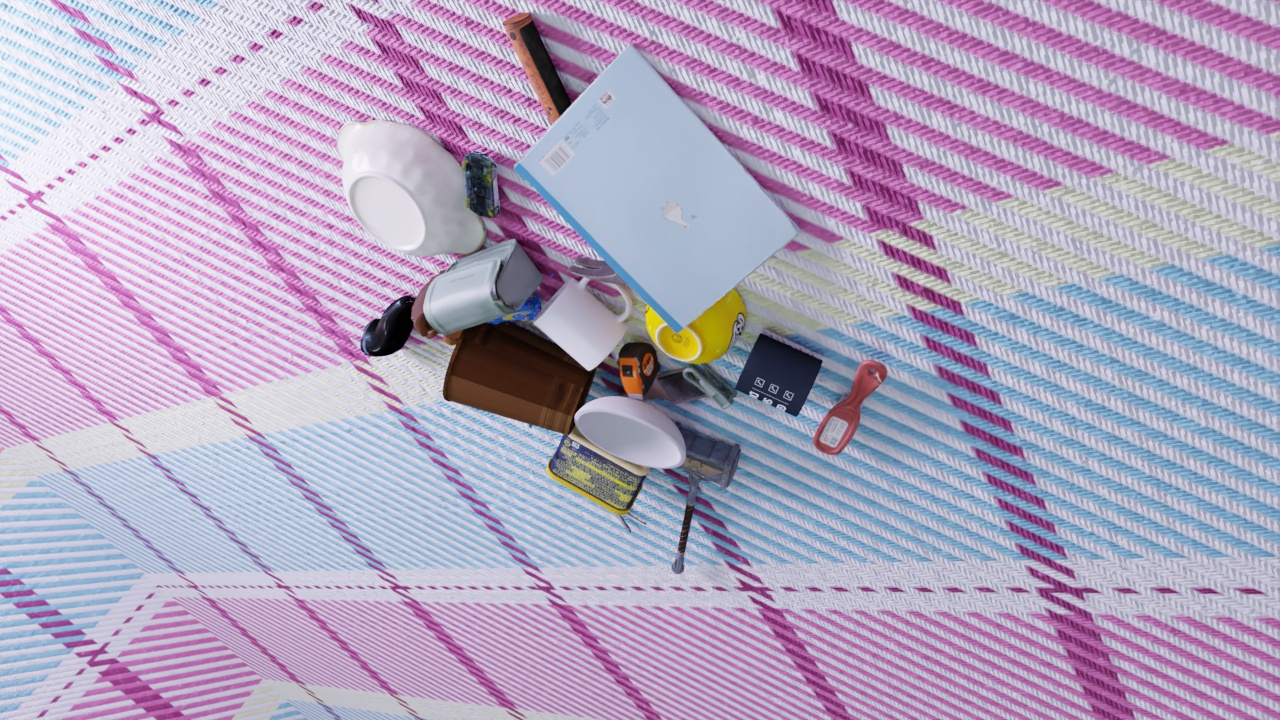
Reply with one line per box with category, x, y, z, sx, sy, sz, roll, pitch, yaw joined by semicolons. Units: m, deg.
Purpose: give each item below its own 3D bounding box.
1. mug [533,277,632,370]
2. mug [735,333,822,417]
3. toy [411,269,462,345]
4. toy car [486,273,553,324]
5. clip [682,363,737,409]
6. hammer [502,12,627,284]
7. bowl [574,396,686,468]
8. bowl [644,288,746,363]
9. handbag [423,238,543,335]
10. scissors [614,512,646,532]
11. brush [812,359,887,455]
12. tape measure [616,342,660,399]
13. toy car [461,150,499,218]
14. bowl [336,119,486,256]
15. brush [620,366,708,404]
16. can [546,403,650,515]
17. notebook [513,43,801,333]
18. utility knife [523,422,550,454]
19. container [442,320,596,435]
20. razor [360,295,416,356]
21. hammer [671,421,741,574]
mug;-0.061;-0.056;1.117;0.090;0.073;0.111;41;112;-11
mug;0.158;0.021;1.063;0.077;0.071;0.105;25;165;8
toy;-0.258;-0.071;1.240;0.090;0.070;0.103;28;117;-16
toy car;-0.154;-0.081;1.154;0.092;0.033;0.062;-5;135;-6
clip;0.085;0.028;1.134;0.076;0.042;0.023;41;136;-11
hammer;-0.073;-0.215;0.988;0.138;0.034;0.314;-4;127;33
bowl;-0.007;0.083;1.162;0.149;0.043;0.150;18;154;9
bowl;0.056;-0.042;1.054;0.117;0.067;0.117;17;136;16
handbag;-0.193;-0.089;1.121;0.122;0.105;0.067;-14;124;32
scissors;-0.068;0.209;1.413;0.158;0.014;0.142;5;129;27
brush;0.244;0.050;1.059;0.041;0.030;0.173;26;140;7
tape measure;-0.007;0.007;1.145;0.038;0.058;0.059;3;136;30
toy car;-0.183;-0.206;1.066;0.039;0.027;0.090;22;139;15
bowl;-0.294;-0.194;1.120;0.219;0.060;0.189;38;139;-9
brush;0.024;0.042;1.194;0.136;0.015;0.050;-15;120;40
can;-0.051;0.138;1.289;0.135;0.075;0.105;29;136;3
notebook;0.015;-0.168;0.948;0.181;0.009;0.253;-39;103;26
utility knife;-0.166;0.077;1.295;0.165;0.015;0.022;50;171;17
container;-0.154;0.022;1.204;0.167;0.131;0.132;21;138;3
razor;-0.356;-0.053;1.307;0.141;0.052;0.063;-45;68;42
hammer;0.069;0.219;1.317;0.098;0.044;0.323;20;137;13
